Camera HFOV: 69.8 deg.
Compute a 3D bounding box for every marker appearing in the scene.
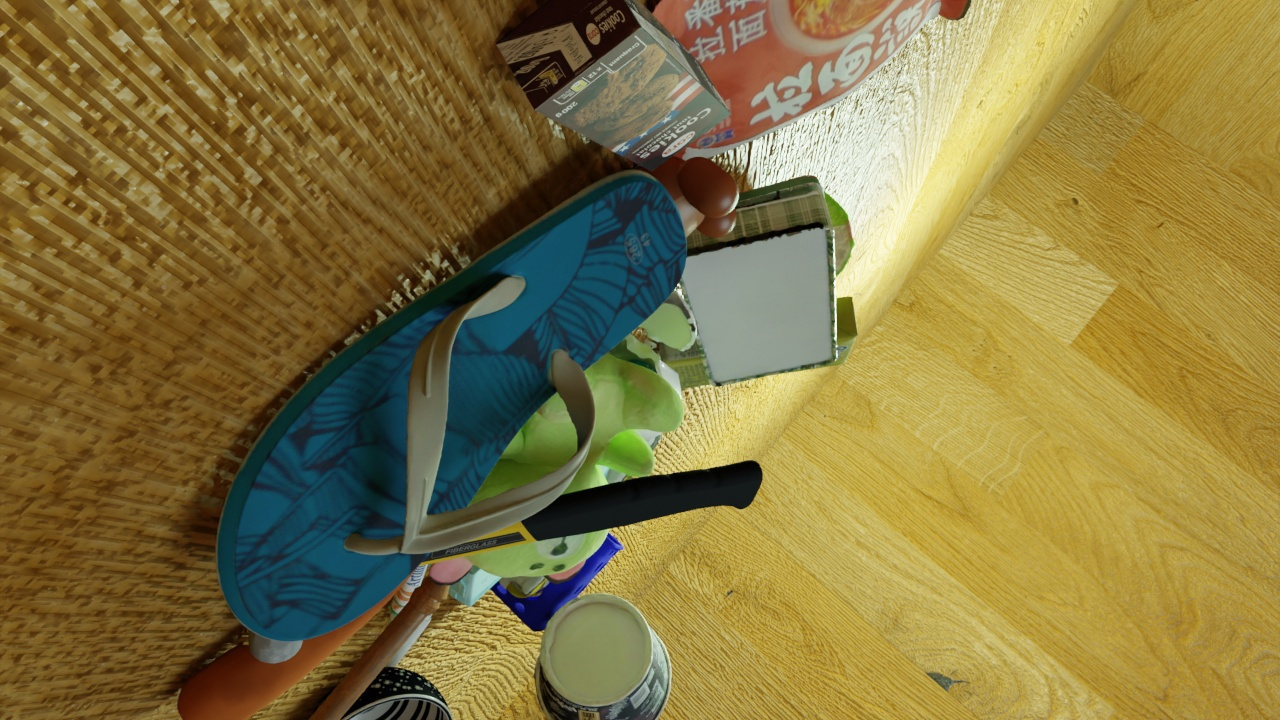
[{"bbox_3d":[-0.224,0.270,0.806,0.134,0.020,0.017,-52,156,9],"label":"marker"},{"bbox_3d":[-0.175,0.167,0.700,0.017,0.017,0.146,-35,160,-46],"label":"marker"}]

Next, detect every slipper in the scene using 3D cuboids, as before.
[{"bbox_3d":[-0.075,0.018,0.437,0.294,0.060,0.118,-44,126,-16],"label":"slipper"}]

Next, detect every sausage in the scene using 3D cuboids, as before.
[{"bbox_3d":[-0.198,0.158,0.552,0.163,0.044,0.039,-40,138,-34],"label":"sausage"}]

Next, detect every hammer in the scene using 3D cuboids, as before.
[{"bbox_3d":[-0.062,0.096,0.549,0.323,0.029,0.127,-7,133,-28],"label":"hammer"},{"bbox_3d":[-0.239,0.272,0.637,0.317,0.083,0.162,-50,166,-1],"label":"hammer"}]

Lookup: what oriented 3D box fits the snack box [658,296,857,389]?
[{"bbox_3d":[0.107,-0.015,0.866,0.181,0.045,0.121,-9,166,6],"label":"snack box"}]

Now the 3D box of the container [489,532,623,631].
[{"bbox_3d":[-0.088,0.200,0.914,0.113,0.085,0.084,-47,165,-6],"label":"container"}]

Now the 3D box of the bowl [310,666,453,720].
[{"bbox_3d":[-0.225,0.302,0.768,0.120,0.066,0.120,-17,126,-24],"label":"bowl"}]

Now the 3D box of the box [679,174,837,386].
[{"bbox_3d":[0.091,-0.052,0.708,0.118,0.050,0.206,-11,149,9],"label":"box"}]

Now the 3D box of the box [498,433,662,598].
[{"bbox_3d":[-0.063,0.126,0.844,0.210,0.064,0.037,-53,166,9],"label":"box"}]

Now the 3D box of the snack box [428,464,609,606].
[{"bbox_3d":[-0.094,0.115,0.746,0.174,0.053,0.075,-42,163,-33],"label":"snack box"}]

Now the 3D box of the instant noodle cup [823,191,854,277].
[{"bbox_3d":[0.126,-0.092,0.822,0.098,0.099,0.108,-46,174,-15],"label":"instant noodle cup"}]

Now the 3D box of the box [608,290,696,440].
[{"bbox_3d":[-0.004,0.001,0.680,0.126,0.084,0.155,-51,169,4],"label":"box"}]

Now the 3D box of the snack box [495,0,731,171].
[{"bbox_3d":[-0.005,-0.124,0.411,0.051,0.031,0.140,-33,171,17],"label":"snack box"}]

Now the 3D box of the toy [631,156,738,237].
[{"bbox_3d":[-0.004,-0.067,0.537,0.127,0.065,0.095,-44,163,-2],"label":"toy"}]

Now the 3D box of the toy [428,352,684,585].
[{"bbox_3d":[-0.065,0.069,0.614,0.150,0.107,0.197,7,133,-41],"label":"toy"}]

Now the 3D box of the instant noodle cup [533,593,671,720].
[{"bbox_3d":[-0.038,0.290,0.883,0.137,0.137,0.112,-44,156,-24],"label":"instant noodle cup"}]

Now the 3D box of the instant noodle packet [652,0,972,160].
[{"bbox_3d":[0.091,-0.207,0.513,0.220,0.084,0.164,-36,165,-7],"label":"instant noodle packet"}]
